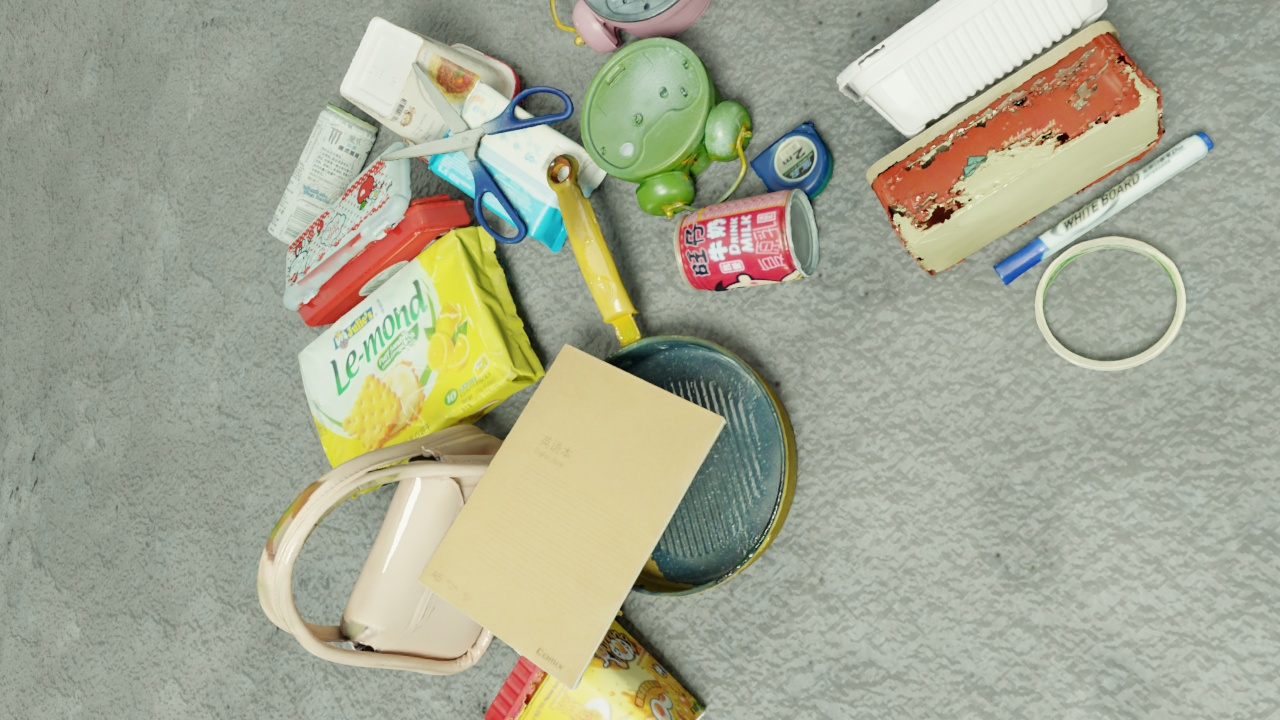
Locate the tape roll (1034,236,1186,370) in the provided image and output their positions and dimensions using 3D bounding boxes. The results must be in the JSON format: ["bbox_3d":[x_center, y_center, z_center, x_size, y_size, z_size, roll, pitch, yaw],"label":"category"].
[{"bbox_3d":[0.299,-0.036,0.587,0.086,0.014,0.085,-5,80,29],"label":"tape roll"}]

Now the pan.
[{"bbox_3d":[-0.004,0.004,0.715,0.198,0.078,0.357,-24,71,24],"label":"pan"}]

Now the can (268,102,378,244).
[{"bbox_3d":[-0.324,-0.184,0.938,0.058,0.058,0.147,31,97,30],"label":"can"}]

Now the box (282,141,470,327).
[{"bbox_3d":[-0.259,-0.117,0.843,0.202,0.095,0.098,-30,85,34],"label":"box"}]

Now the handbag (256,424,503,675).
[{"bbox_3d":[-0.184,0.146,0.704,0.093,0.234,0.193,23,94,30],"label":"handbag"}]

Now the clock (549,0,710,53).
[{"bbox_3d":[-0.008,-0.325,0.775,0.159,0.059,0.117,-10,81,21],"label":"clock"}]

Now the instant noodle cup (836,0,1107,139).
[{"bbox_3d":[0.222,-0.207,0.600,0.174,0.137,0.060,-33,89,21],"label":"instant noodle cup"}]

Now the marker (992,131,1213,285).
[{"bbox_3d":[0.298,-0.097,0.596,0.146,0.017,0.017,-36,66,20],"label":"marker"}]

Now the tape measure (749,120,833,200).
[{"bbox_3d":[0.119,-0.147,0.701,0.058,0.025,0.054,-36,68,24],"label":"tape measure"}]

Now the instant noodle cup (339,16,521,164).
[{"bbox_3d":[-0.192,-0.242,0.834,0.117,0.124,0.116,33,98,30],"label":"instant noodle cup"}]

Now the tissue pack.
[{"bbox_3d":[-0.107,-0.168,0.792,0.140,0.063,0.090,34,99,2],"label":"tissue pack"}]

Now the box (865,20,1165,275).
[{"bbox_3d":[0.242,-0.124,0.589,0.169,0.091,0.077,-32,64,21],"label":"box"}]

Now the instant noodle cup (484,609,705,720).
[{"bbox_3d":[-0.029,0.257,0.676,0.124,0.116,0.116,34,99,18],"label":"instant noodle cup"}]

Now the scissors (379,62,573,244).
[{"bbox_3d":[-0.131,-0.179,0.755,0.162,0.012,0.174,-31,91,11],"label":"scissors"}]

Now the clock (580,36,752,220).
[{"bbox_3d":[0.023,-0.185,0.743,0.116,0.056,0.161,-44,64,17],"label":"clock"}]

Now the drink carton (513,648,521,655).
[{"bbox_3d":[-0.079,0.175,0.724,0.053,0.045,0.123,38,129,27],"label":"drink carton"}]

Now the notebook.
[{"bbox_3d":[-0.052,0.103,0.662,0.149,0.012,0.211,25,77,28],"label":"notebook"}]

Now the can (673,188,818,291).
[{"bbox_3d":[0.079,-0.088,0.689,0.094,0.066,0.066,-6,79,28],"label":"can"}]

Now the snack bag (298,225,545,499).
[{"bbox_3d":[-0.201,0.008,0.832,0.247,0.068,0.158,-34,68,21],"label":"snack bag"}]
